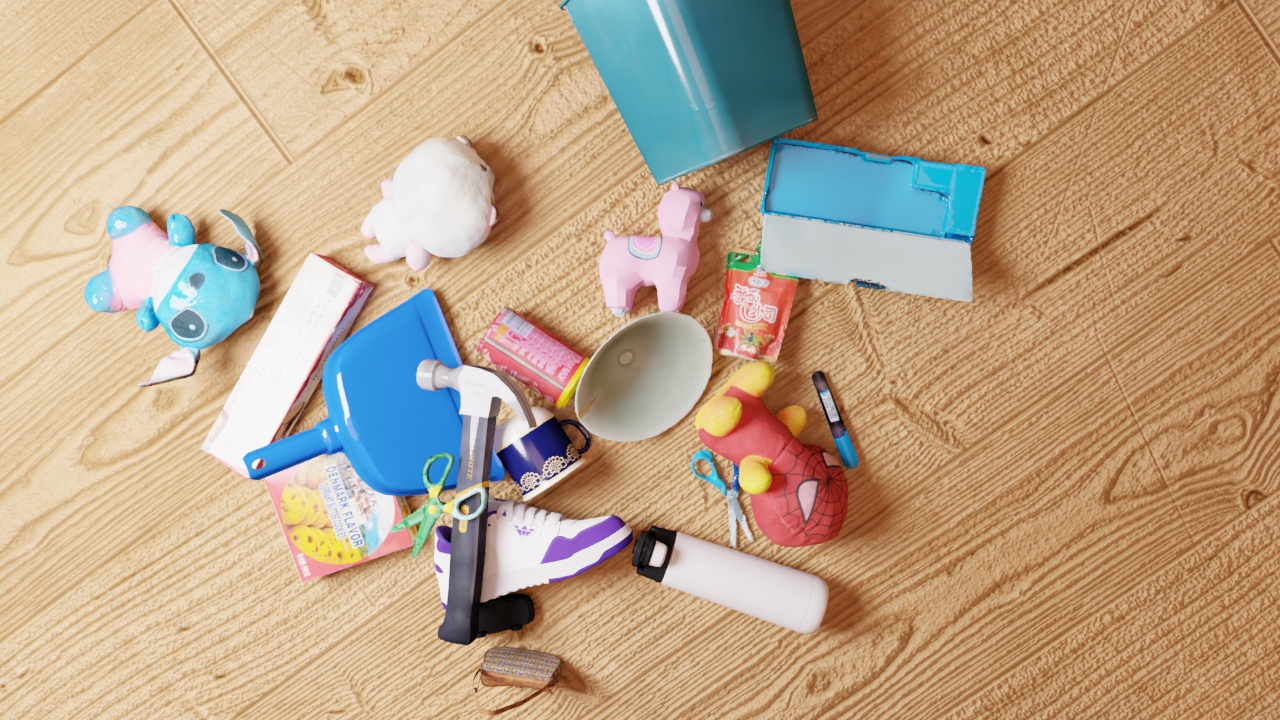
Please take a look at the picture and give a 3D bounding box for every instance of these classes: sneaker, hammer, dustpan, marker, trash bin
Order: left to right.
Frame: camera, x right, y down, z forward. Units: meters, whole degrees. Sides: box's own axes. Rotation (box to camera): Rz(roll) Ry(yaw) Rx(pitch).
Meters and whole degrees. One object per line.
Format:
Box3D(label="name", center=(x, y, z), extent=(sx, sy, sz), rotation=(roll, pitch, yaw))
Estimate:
Box3D(label="dustpan", center=(-0.318, 0.073, 1.046), extent=(0.257, 0.060, 0.245), rotation=(-23, 93, -32))
Box3D(label="hammer", center=(-0.195, 0.161, 1.027), extent=(0.139, 0.035, 0.312), rotation=(7, 93, 15))
Box3D(label="sneaker", center=(-0.134, 0.205, 1.076), extent=(0.244, 0.091, 0.111), rotation=(-19, 89, 8))
Box3D(label="trash bin", center=(0.062, -0.321, 0.969), extent=(0.196, 0.199, 0.218), rotation=(-27, 101, -25))
Box3D(label="marker", center=(0.230, 0.070, 1.087), extent=(0.018, 0.015, 0.123), rotation=(-21, 90, 6))

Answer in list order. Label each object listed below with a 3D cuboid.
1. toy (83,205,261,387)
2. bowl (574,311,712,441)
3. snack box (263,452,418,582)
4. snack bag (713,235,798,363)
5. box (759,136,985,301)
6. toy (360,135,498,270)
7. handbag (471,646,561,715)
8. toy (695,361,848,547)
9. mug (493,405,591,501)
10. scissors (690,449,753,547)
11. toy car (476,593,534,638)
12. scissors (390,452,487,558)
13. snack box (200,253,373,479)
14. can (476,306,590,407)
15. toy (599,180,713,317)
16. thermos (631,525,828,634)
Box3D(label="toy", center=(-0.544, -0.080, 1.062), extent=(0.191, 0.099, 0.224), rotation=(20, 80, 6))
Box3D(label="bowl", center=(-0.006, 0.006, 1.059), extent=(0.174, 0.068, 0.174), rotation=(-15, 127, -21))
Box3D(label="snack box", center=(-0.358, 0.174, 1.101), extent=(0.145, 0.040, 0.142), rotation=(-19, 92, 3))
Box3D(label="snack bag", center=(0.137, -0.077, 1.072), extent=(0.087, 0.044, 0.155), rotation=(12, 88, 10))
Box3D(label="box", center=(0.259, -0.156, 1.049), extent=(0.243, 0.060, 0.175), rotation=(9, 77, 1))
Box3D(label="toy", center=(-0.247, -0.173, 1.051), extent=(0.180, 0.101, 0.138), rotation=(-28, 80, 21))
Box3D(label="handbag", center=(-0.147, 0.371, 1.030), extent=(0.093, 0.196, 0.043), rotation=(8, 88, 4))
Box3D(label="toy", center=(0.153, 0.117, 1.044), extent=(0.147, 0.099, 0.216), rotation=(-39, 97, -36))
Box3D(label="mug", center=(-0.114, 0.096, 1.074), extent=(0.111, 0.086, 0.089), rotation=(-33, 90, -32))
Box3D(label="scissors", center=(0.119, 0.160, 1.096), extent=(0.083, 0.016, 0.135), rotation=(-23, 92, 1))
Box3D(label="toy car", center=(-0.174, 0.305, 1.107), extent=(0.091, 0.036, 0.042), rotation=(-9, 92, -7))
Box3D(label="scissors", center=(-0.220, 0.169, 1.011), extent=(0.108, 0.012, 0.132), rotation=(24, 97, 13))
Box3D(label="snack box", center=(-0.419, 0.008, 1.093), extent=(0.076, 0.044, 0.273), rotation=(31, 94, 5))
Box3D(label="can", center=(-0.124, -0.004, 1.067), extent=(0.124, 0.066, 0.067), rotation=(33, 94, 0))
Box3D(label="toy", center=(0.017, -0.126, 1.056), extent=(0.123, 0.067, 0.157), rotation=(6, 89, 4))
Box3D(label="thermos", center=(0.102, 0.251, 1.061), extent=(0.230, 0.101, 0.068), rotation=(18, 80, 2))
